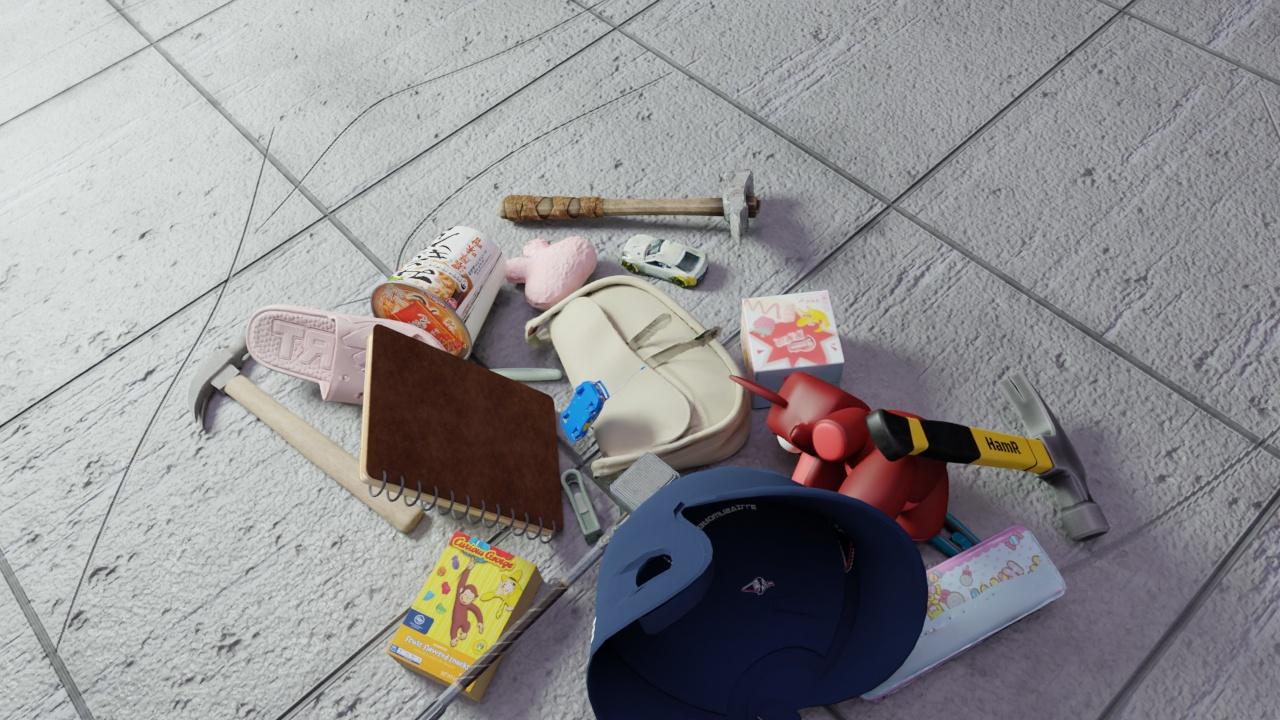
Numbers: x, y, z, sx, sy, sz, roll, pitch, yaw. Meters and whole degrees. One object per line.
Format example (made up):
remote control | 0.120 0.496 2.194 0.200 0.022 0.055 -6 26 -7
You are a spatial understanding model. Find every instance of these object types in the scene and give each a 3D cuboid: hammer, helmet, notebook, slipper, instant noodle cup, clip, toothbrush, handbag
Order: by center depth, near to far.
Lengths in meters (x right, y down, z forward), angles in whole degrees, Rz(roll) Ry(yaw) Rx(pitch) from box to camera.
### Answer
helmet | 0.094 0.190 0.752 0.273 0.232 0.222 -20 23 22
hammer | 0.300 0.073 0.806 0.324 0.034 0.169 10 54 -41
hammer | -0.087 0.217 0.815 0.044 0.099 0.321 37 63 25
notebook | -0.166 0.075 0.875 0.024 0.225 0.167 -31 51 32
clip | -0.059 0.145 0.915 0.023 0.044 0.076 -20 57 -10
handbag | -0.006 0.006 0.940 0.184 0.132 0.229 -27 61 -2
slipper | -0.313 -0.003 0.974 0.239 0.064 0.094 15 100 5
hammer | -0.359 0.084 0.987 0.331 0.031 0.119 32 66 19
toothbrush | -0.163 0.016 1.014 0.155 0.015 0.022 -1 29 3
instant noodle cup | -0.215 -0.080 1.027 0.124 0.124 0.121 17 51 15
hammer | -0.016 -0.184 1.105 0.319 0.049 0.121 2 39 12

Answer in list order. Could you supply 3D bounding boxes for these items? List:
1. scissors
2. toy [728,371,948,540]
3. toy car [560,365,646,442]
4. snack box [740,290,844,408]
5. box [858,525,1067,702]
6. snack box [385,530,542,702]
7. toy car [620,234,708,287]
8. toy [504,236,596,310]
scissors | 0.307 0.185 0.865 0.138 0.019 0.136 -6 59 0
toy | 0.187 0.080 0.852 0.197 0.158 0.120 34 101 40
toy car | -0.036 0.040 0.909 0.061 0.092 0.033 -13 59 -35
snack box | 0.157 -0.011 0.966 0.093 0.080 0.094 -5 58 2
box | 0.271 0.225 0.819 0.214 0.033 0.076 -26 63 -6
snack box | -0.162 0.237 0.856 0.088 0.040 0.125 19 61 16
toy car | 0.027 -0.120 1.077 0.105 0.033 0.047 17 62 16
toy | -0.108 -0.107 1.070 0.105 0.053 0.108 24 62 31
